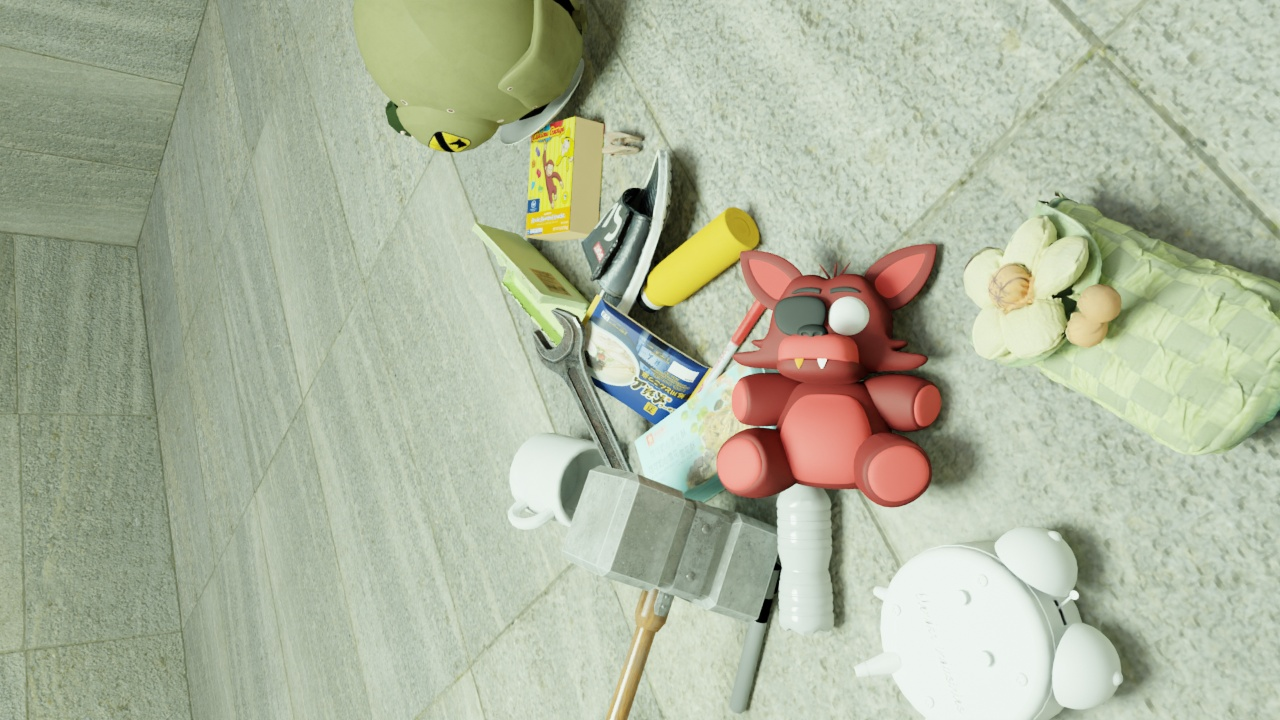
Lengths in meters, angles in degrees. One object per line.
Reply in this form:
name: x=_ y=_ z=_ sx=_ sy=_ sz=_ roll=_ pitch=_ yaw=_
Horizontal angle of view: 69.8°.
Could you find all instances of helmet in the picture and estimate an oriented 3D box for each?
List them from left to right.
helmet: x=-0.173 y=-0.354 z=0.980 sx=0.233 sy=0.255 sz=0.250 roll=-9 pitch=82 yaw=53

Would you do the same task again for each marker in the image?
marker: x=0.082 y=-0.007 z=0.852 sx=0.012 sy=0.012 sz=0.142 roll=56 pitch=128 yaw=37
marker: x=0.100 y=0.245 z=0.807 sx=0.016 sy=0.016 sz=0.140 roll=24 pitch=106 yaw=49

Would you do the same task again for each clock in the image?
clock: x=0.224 y=0.186 z=0.615 sx=0.161 sy=0.072 sz=0.125 roll=-38 pitch=59 yaw=43

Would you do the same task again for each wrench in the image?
wrench: x=-0.034 y=0.077 z=0.904 sx=0.070 sy=0.010 sz=0.273 roll=-22 pitch=95 yaw=40

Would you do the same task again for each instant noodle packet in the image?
instant noodle packet: x=-0.005 y=0.005 z=0.897 sx=0.134 sy=0.026 sz=0.087 roll=33 pitch=120 yaw=2

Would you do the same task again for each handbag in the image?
handbag: x=0.275 y=-0.025 z=0.535 sx=0.186 sy=0.116 sz=0.113 roll=40 pitch=117 yaw=47

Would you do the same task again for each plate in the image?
plate: x=-0.113 y=-0.300 z=1.072 sx=0.135 sy=0.011 sz=0.134 roll=-31 pitch=37 yaw=27

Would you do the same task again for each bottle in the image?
bottle: x=0.049 y=-0.090 z=0.873 sx=0.144 sy=0.043 sz=0.043 roll=-35 pitch=61 yaw=44
bottle: x=0.134 y=0.152 z=0.750 sx=0.044 sy=0.044 sz=0.136 roll=-6 pitch=83 yaw=50

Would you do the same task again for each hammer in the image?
hammer: x=-0.010 y=0.263 z=0.748 sx=0.083 sy=0.162 sz=0.317 roll=0 pitch=69 yaw=62

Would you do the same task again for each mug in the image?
mug: x=-0.087 y=0.135 z=0.965 sx=0.090 sy=0.121 sz=0.091 roll=6 pitch=127 yaw=51

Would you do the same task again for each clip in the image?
clip: x=-0.023 y=-0.230 z=0.987 sx=0.049 sy=0.025 sz=0.061 roll=-58 pitch=45 yaw=32

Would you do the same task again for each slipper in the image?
slipper: x=-0.034 y=-0.090 z=0.934 sx=0.111 sy=0.063 sz=0.264 roll=-99 pitch=27 yaw=-62

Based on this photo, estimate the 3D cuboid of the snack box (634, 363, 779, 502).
snack box: x=0.069 y=0.070 z=0.830 sx=0.175 sy=0.053 sz=0.075 roll=-40 pitch=57 yaw=41

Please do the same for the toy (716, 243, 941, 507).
toy: x=0.143 y=0.009 z=0.696 sx=0.159 sy=0.120 sz=0.197 roll=0 pitch=82 yaw=25

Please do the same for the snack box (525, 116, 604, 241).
snack box: x=-0.087 y=-0.204 z=1.049 sx=0.088 sy=0.040 sz=0.126 roll=3 pitch=89 yaw=51

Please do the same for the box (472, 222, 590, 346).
box: x=-0.131 y=-0.080 z=1.065 sx=0.188 sy=0.097 sz=0.082 roll=47 pitch=122 yaw=45
